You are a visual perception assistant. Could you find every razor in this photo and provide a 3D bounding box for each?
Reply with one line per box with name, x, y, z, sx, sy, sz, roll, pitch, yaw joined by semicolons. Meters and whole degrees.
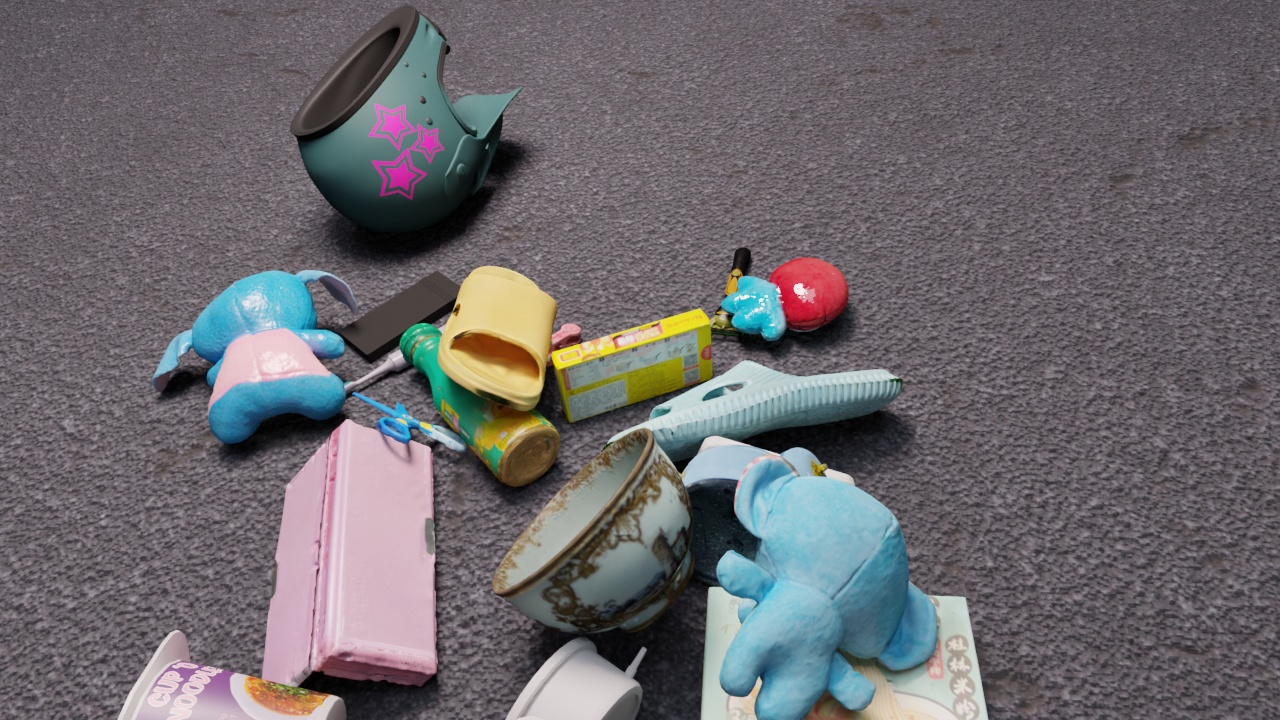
razor;0.100;-0.077;0.989;0.044;0.021;0.143;7;44;13

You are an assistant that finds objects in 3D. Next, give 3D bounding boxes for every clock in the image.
clock;0.093;0.123;0.722;0.162;0.118;0.059;1;33;15
clock;-0.060;0.256;0.609;0.061;0.120;0.158;28;43;23

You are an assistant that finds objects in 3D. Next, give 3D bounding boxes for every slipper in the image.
slipper;0.098;0.035;0.813;0.276;0.116;0.069;-11;77;-11
slipper;-0.133;-0.045;0.885;0.099;0.078;0.263;17;24;-12

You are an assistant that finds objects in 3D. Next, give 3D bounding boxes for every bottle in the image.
bottle;-0.161;0.033;0.873;0.068;0.068;0.210;-32;50;-24

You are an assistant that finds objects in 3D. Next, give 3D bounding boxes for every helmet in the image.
helmet;-0.268;-0.274;1.097;0.177;0.200;0.274;6;59;41

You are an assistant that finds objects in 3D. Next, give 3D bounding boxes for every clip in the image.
clip;-0.085;-0.021;0.943;0.023;0.045;0.060;28;68;24

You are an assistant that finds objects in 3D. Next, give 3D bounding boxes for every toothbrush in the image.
toothbrush;-0.230;-0.013;0.961;0.187;0.018;0.019;-32;44;-23

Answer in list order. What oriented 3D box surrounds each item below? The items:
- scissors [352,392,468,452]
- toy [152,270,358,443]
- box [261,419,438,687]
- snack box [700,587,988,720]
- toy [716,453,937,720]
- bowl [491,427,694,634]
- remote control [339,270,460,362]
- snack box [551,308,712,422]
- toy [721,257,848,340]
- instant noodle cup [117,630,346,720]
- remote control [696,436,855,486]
scissors;-0.213;0.059;0.861;0.123;0.016;0.125;25;4;-23
toy;-0.389;-0.004;0.921;0.224;0.099;0.191;-23;54;-6
box;-0.242;0.175;0.769;0.106;0.116;0.232;21;35;-32
snack box;0.141;0.235;0.654;0.194;0.044;0.141;0;43;8
toy;0.113;0.167;0.629;0.183;0.115;0.180;45;60;-5
bowl;-0.018;0.137;0.658;0.094;0.160;0.159;45;55;-8
remote control;-0.258;-0.050;1.004;0.133;0.013;0.058;-37;53;-27
snack box;-0.005;0.005;0.878;0.152;0.075;0.025;-17;44;-11
toy;0.151;-0.061;0.939;0.133;0.062;0.092;-19;39;-7
instant noodle cup;-0.273;0.261;0.630;0.122;0.122;0.136;5;72;-2
remote control;0.110;0.097;0.764;0.133;0.050;0.022;17;36;-8
